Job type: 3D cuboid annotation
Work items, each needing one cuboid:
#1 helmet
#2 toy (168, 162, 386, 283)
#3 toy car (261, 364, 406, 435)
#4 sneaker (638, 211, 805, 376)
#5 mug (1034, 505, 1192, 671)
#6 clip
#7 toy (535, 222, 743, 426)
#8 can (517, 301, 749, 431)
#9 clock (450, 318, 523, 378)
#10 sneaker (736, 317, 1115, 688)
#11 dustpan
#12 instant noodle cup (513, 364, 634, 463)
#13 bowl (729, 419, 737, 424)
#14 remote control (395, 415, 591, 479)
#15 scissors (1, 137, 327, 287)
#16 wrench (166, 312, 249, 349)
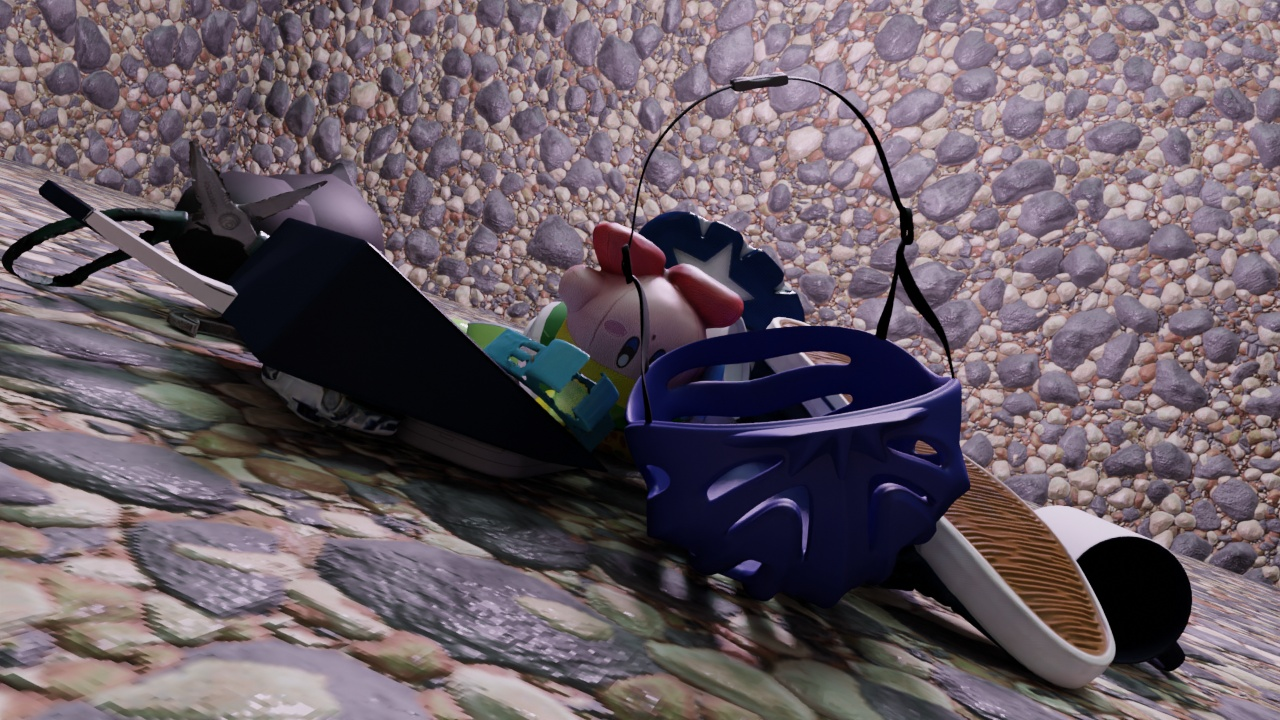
[{"bbox_3d":[0.062,-0.004,0.425,0.148,0.227,0.241,-8,1,-1],"label":"helmet"},{"bbox_3d":[-0.286,-0.102,0.720,0.159,0.140,0.184,14,2,7],"label":"toy"},{"bbox_3d":[-0.160,0.021,0.475,0.090,0.027,0.038,22,-3,33],"label":"toy car"},{"bbox_3d":[0.083,-0.004,0.735,0.269,0.103,0.132,48,-5,-14],"label":"sneaker"},{"bbox_3d":[0.302,0.154,0.596,0.112,0.078,0.097,47,2,-1],"label":"mug"},{"bbox_3d":[-0.032,0.018,0.448,0.097,0.026,0.116,40,-11,-8],"label":"clip"},{"bbox_3d":[-0.007,-0.001,0.537,0.124,0.131,0.097,27,5,-23],"label":"toy"},{"bbox_3d":[-0.004,0.004,0.611,0.140,0.087,0.087,0,-5,20],"label":"can"},{"bbox_3d":[-0.131,0.000,0.797,0.119,0.042,0.094,12,-22,7],"label":"clock"},{"bbox_3d":[0.146,0.098,0.561,0.120,0.127,0.294,12,25,-35],"label":"sneaker"},{"bbox_3d":[-0.178,-0.022,0.506,0.273,0.080,0.236,47,-13,-28],"label":"dustpan"},{"bbox_3d":[-0.037,0.025,0.719,0.112,0.100,0.100,11,-1,20],"label":"instant noodle cup"},{"bbox_3d":[0.102,0.072,0.835,0.137,0.137,0.057,17,-37,-42],"label":"bowl"},{"bbox_3d":[-0.084,0.049,0.544,0.074,0.019,0.151,19,1,14],"label":"remote control"},{"bbox_3d":[-0.298,-0.066,0.607,0.205,0.015,0.202,-13,-31,-12],"label":"scissors"},{"bbox_3d":[-0.319,-0.032,0.750,0.070,0.010,0.273,18,2,-14],"label":"wrench"}]
